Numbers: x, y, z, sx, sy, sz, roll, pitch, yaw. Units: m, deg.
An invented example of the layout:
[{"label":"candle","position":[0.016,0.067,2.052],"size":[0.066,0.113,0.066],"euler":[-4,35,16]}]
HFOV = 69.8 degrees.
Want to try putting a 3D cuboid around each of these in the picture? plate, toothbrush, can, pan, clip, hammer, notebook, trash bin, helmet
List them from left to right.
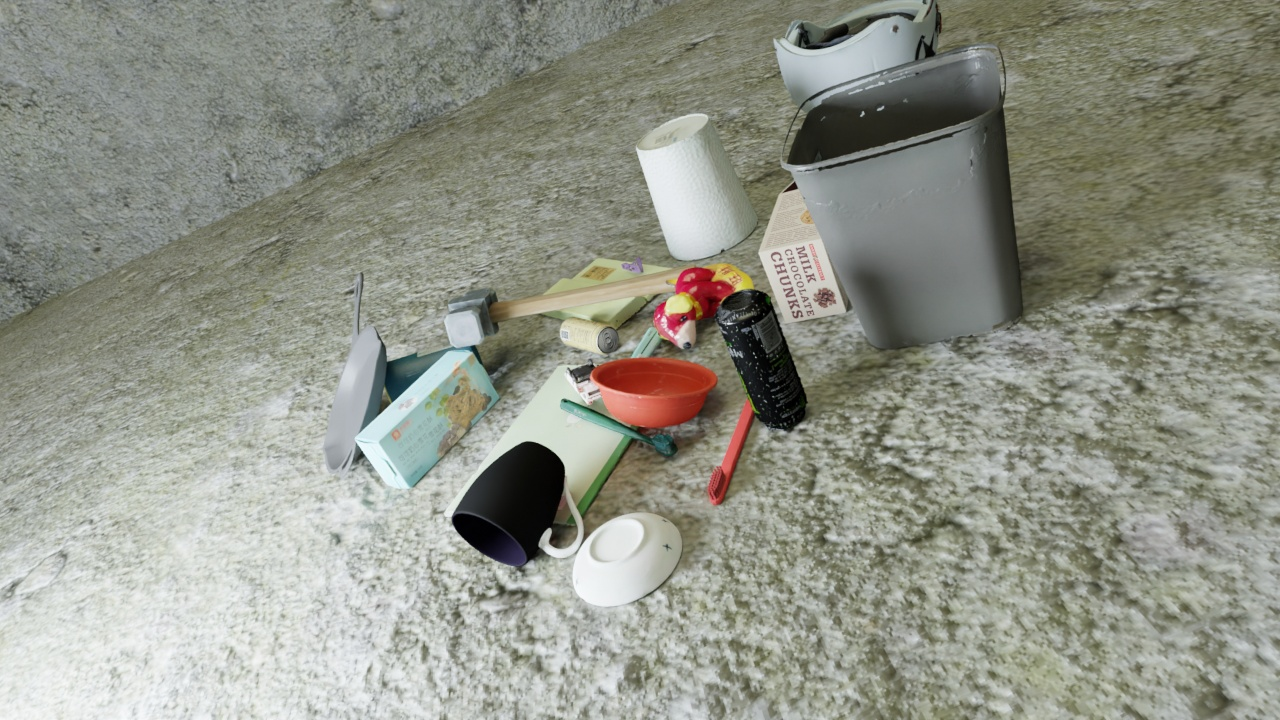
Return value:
[{"label":"pan","position":[-0.371,0.006,1.214],"size":[0.217,0.024,0.353],"euler":[-51,36,35]},{"label":"notebook","position":[-0.081,0.083,1.008],"size":[0.182,0.010,0.251],"euler":[-3,36,35]},{"label":"hammer","position":[-0.086,-0.079,1.169],"size":[0.323,0.051,0.117],"euler":[-10,19,6]},{"label":"can","position":[-0.064,-0.031,1.151],"size":[0.038,0.038,0.080],"euler":[-41,32,-25]},{"label":"toothbrush","position":[-0.028,0.066,0.966],"size":[0.016,0.017,0.190],"euler":[-40,34,-26]},{"label":"plate","position":[-0.016,0.166,0.801],"size":[0.104,0.026,0.104],"euler":[-19,30,11]},{"label":"clip","position":[-0.004,-0.132,1.264],"size":[0.050,0.014,0.046],"euler":[6,32,46]},{"label":"trash bin","position":[0.072,-0.241,1.258],"size":[0.133,0.161,0.133],"euler":[-20,29,11]},{"label":"toothbrush","position":[0.099,0.059,0.893],"size":[0.012,0.018,0.211],"euler":[-8,33,29]},{"label":"can","position":[0.114,0.000,0.853],"size":[0.054,0.138,0.053],"euler":[-19,29,11]},{"label":"helmet","position":[0.338,-0.448,1.387],"size":[0.237,0.164,0.263],"euler":[1,32,34]},{"label":"trash bin","position":[0.269,-0.150,0.888],"size":[0.198,0.220,0.196],"euler":[-10,32,26]}]

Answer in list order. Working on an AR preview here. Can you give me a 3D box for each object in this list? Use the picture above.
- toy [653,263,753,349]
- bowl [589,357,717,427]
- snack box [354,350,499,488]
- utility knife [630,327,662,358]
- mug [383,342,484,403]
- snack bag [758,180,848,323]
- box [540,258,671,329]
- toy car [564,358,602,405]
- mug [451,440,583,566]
[{"label":"toy","position":[0.069,-0.074,1.091],"size":[0.137,0.067,0.105],"euler":[-37,47,-24]},{"label":"bowl","position":[0.013,0.036,0.943],"size":[0.130,0.045,0.130],"euler":[1,17,-1]},{"label":"snack box","position":[-0.253,0.068,1.101],"size":[0.053,0.075,0.174],"euler":[1,38,41]},{"label":"utility knife","position":[-0.006,0.006,1.041],"size":[0.022,0.016,0.176],"euler":[21,34,9]},{"label":"mug","position":[-0.270,0.017,1.205],"size":[0.121,0.078,0.078],"euler":[-22,29,-2]},{"label":"snack bag","position":[0.203,-0.145,1.065],"size":[0.070,0.094,0.205],"euler":[-10,32,26]},{"label":"box","position":[-0.050,-0.097,1.268],"size":[0.137,0.024,0.187],"euler":[-37,31,-25]},{"label":"toy car","position":[-0.059,0.025,1.035],"size":[0.039,0.039,0.113],"euler":[-21,9,-8]},{"label":"mug","position":[-0.102,0.136,0.867],"size":[0.119,0.085,0.100],"euler":[22,54,14]}]
